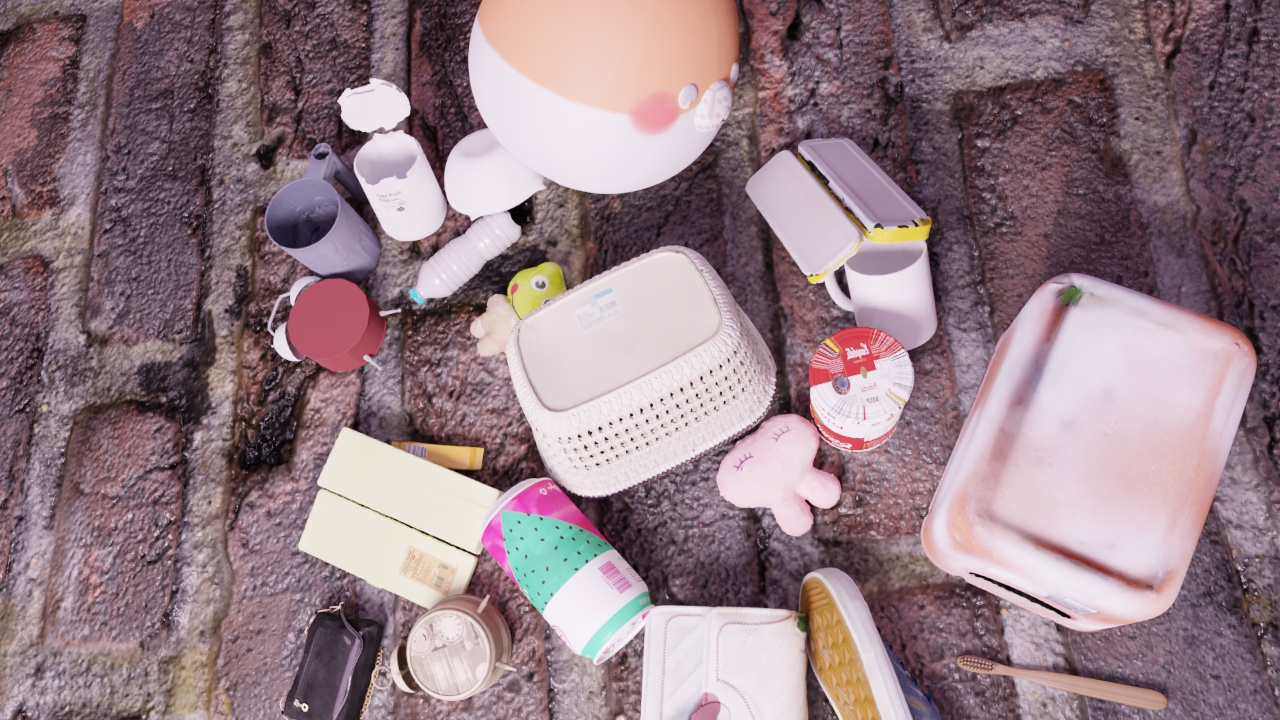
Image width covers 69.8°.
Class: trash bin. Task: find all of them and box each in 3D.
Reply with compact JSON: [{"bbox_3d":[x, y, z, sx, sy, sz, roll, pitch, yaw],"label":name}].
[{"bbox_3d":[0.367,0.075,0.765,0.181,0.157,0.259,24,77,16],"label":"trash bin"}]

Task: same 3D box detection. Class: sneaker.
[{"bbox_3d":[0.211,0.283,0.773,0.079,0.088,0.235,-7,63,-26],"label":"sneaker"}]

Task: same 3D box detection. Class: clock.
[{"bbox_3d":[-0.336,-0.040,0.989,0.138,0.048,0.096,11,75,14],"label":"clock"},{"bbox_3d":[-0.188,0.275,0.851,0.141,0.054,0.093,-23,83,7],"label":"clock"}]

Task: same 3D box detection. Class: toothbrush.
[{"bbox_3d":[0.356,0.272,0.779,0.167,0.016,0.016,8,75,12],"label":"toothbrush"}]

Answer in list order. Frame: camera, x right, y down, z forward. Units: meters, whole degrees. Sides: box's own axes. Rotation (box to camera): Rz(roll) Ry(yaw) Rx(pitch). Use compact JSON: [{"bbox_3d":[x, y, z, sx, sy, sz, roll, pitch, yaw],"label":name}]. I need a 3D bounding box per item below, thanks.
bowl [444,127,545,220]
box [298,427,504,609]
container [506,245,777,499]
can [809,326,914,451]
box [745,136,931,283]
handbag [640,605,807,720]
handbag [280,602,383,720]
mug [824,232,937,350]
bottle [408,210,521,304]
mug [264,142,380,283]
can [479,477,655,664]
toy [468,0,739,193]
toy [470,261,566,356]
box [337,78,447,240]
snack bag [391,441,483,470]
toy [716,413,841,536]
[{"bbox_3d":[-0.163,-0.212,0.988,0.115,0.051,0.114,-10,46,10],"label":"bowl"},{"bbox_3d":[-0.241,0.160,0.909,0.187,0.030,0.138,21,85,15],"label":"box"},{"bbox_3d":[-0.005,0.005,0.863,0.251,0.143,0.184,-26,56,1],"label":"container"},{"bbox_3d":[0.197,0.028,0.832,0.087,0.116,0.086,-3,72,9],"label":"can"},{"bbox_3d":[0.183,-0.155,0.887,0.128,0.045,0.209,-24,38,3],"label":"box"},{"bbox_3d":[0.072,0.310,0.777,0.142,0.096,0.198,-1,71,10],"label":"handbag"},{"bbox_3d":[-0.296,0.296,0.873,0.079,0.054,0.128,10,77,17],"label":"handbag"},{"bbox_3d":[0.221,-0.070,0.868,0.111,0.090,0.073,21,55,42],"label":"mug"},{"bbox_3d":[-0.191,-0.110,0.987,0.136,0.044,0.044,-40,70,-4],"label":"bottle"},{"bbox_3d":[-0.336,-0.155,0.996,0.084,0.104,0.123,6,73,12],"label":"mug"},{"bbox_3d":[-0.068,0.190,0.844,0.088,0.088,0.166,-44,70,-5],"label":"can"},{"bbox_3d":[-0.025,-0.303,0.891,0.266,0.282,0.261,38,46,15],"label":"toy"},{"bbox_3d":[-0.123,-0.047,0.955,0.118,0.043,0.092,-28,71,3],"label":"toy"},{"bbox_3d":[-0.265,-0.207,0.971,0.084,0.166,0.094,-6,60,3],"label":"box"},{"bbox_3d":[-0.207,0.097,0.936,0.099,0.020,0.026,2,79,11],"label":"snack bag"},{"bbox_3d":[0.133,0.108,0.857,0.108,0.053,0.105,-43,85,-6],"label":"toy"}]
